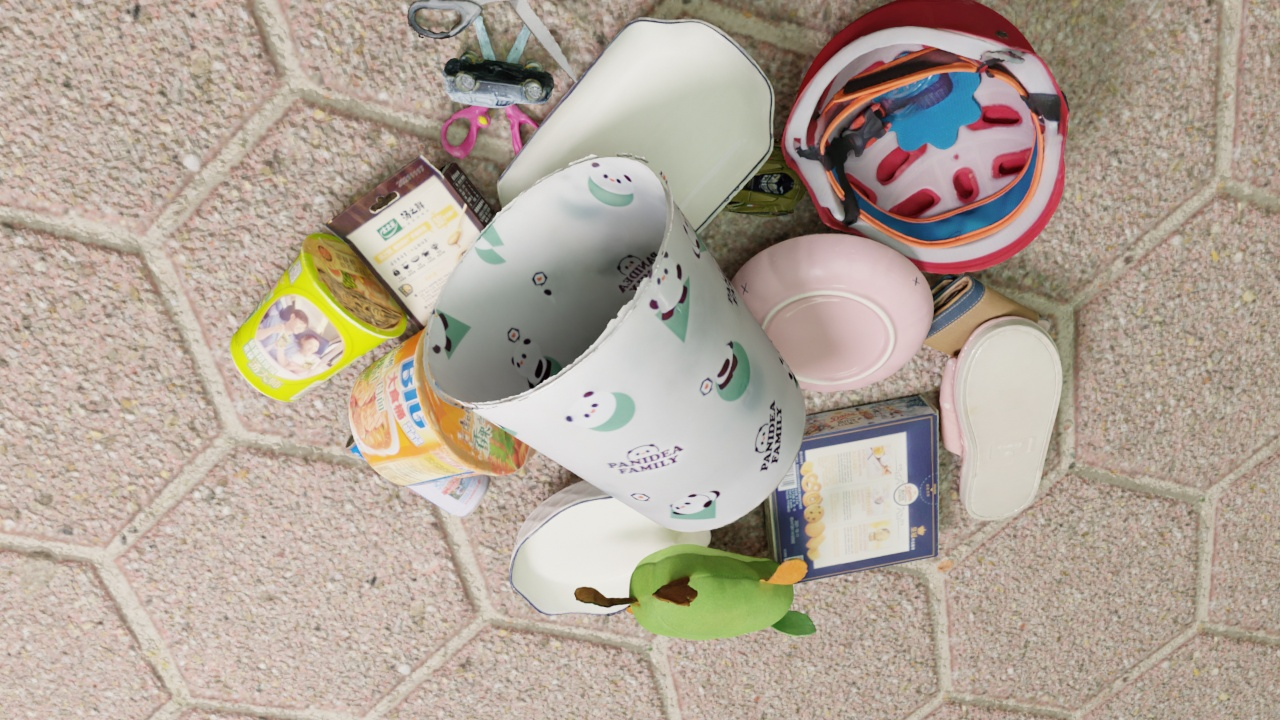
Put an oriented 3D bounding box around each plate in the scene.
[{"bbox_3d":[0.172,-0.031,0.848,0.192,0.038,0.193,6,137,6],"label":"plate"},{"bbox_3d":[-0.007,-0.168,0.788,0.162,0.034,0.266,39,114,-13],"label":"plate"},{"bbox_3d":[-0.033,0.184,0.921,0.204,0.045,0.205,-11,137,-10],"label":"plate"}]

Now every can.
[{"bbox_3d":[-0.213,0.098,0.886,0.134,0.053,0.053,37,103,-21],"label":"can"}]

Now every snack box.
[{"bbox_3d":[0.222,0.140,0.972,0.182,0.045,0.178,-10,114,-4],"label":"snack box"},{"bbox_3d":[-0.182,-0.104,0.791,0.113,0.053,0.125,-29,111,20],"label":"snack box"}]

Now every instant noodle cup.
[{"bbox_3d":[-0.175,0.041,0.812,0.112,0.151,0.151,-20,118,32],"label":"instant noodle cup"},{"bbox_3d":[-0.287,-0.030,0.798,0.124,0.111,0.111,-37,113,16],"label":"instant noodle cup"}]

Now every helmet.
[{"bbox_3d":[0.242,-0.200,0.775,0.207,0.143,0.240,-23,128,33],"label":"helmet"}]

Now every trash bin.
[{"bbox_3d":[-0.004,0.004,0.740,0.230,0.229,0.252,-39,129,8],"label":"trash bin"}]

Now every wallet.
[{"bbox_3d":[0.318,-0.038,0.891,0.115,0.033,0.090,19,136,-31],"label":"wallet"}]

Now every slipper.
[{"bbox_3d":[0.369,0.060,0.950,0.114,0.054,0.275,-15,127,3],"label":"slipper"}]

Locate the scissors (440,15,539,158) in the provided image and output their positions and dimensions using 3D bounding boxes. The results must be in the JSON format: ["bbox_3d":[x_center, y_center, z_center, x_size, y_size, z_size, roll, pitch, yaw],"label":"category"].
[{"bbox_3d":[-0.115,-0.226,0.786,0.118,0.017,0.133,27,103,-16],"label":"scissors"}]

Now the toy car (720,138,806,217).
[{"bbox_3d":[0.072,-0.166,0.825,0.158,0.042,0.070,2,112,-6],"label":"toy car"}]

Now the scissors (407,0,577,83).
[{"bbox_3d":[-0.108,-0.292,0.734,0.160,0.014,0.178,-32,96,17],"label":"scissors"}]

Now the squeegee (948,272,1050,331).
[{"bbox_3d":[0.304,-0.132,0.874,0.247,0.040,0.250,-1,112,-7],"label":"squeegee"}]

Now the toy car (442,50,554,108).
[{"bbox_3d":[-0.117,-0.228,0.756,0.090,0.042,0.034,3,131,-9],"label":"toy car"}]

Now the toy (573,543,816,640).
[{"bbox_3d":[0.064,0.228,0.901,0.228,0.089,0.246,-22,153,40],"label":"toy"}]
